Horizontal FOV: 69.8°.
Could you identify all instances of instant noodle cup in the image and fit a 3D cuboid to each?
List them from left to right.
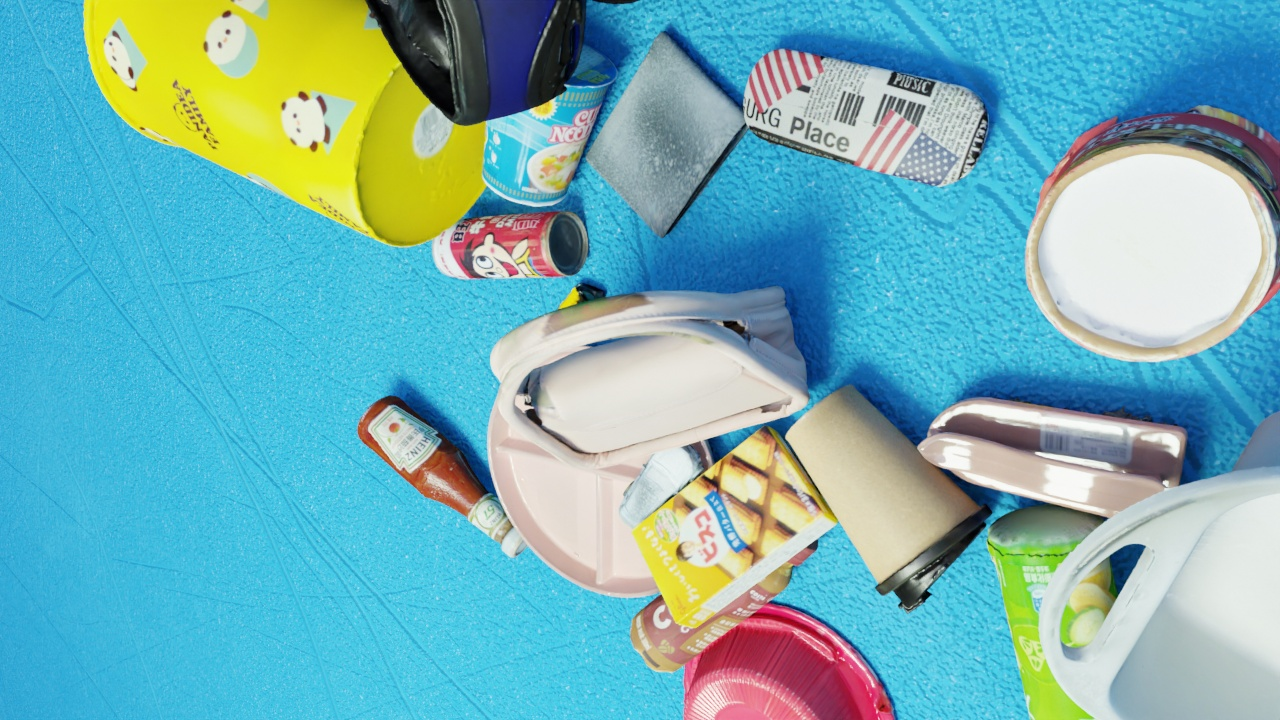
[{"bbox_3d":[-0.079,-0.183,0.707,0.099,0.099,0.110,35,130,20],"label":"instant noodle cup"},{"bbox_3d":[0.105,0.299,0.747,0.194,0.065,0.194,12,112,32],"label":"instant noodle cup"},{"bbox_3d":[0.273,-0.062,0.489,0.138,0.108,0.138,11,111,31],"label":"instant noodle cup"}]

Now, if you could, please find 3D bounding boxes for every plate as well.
[{"bbox_3d":[-0.034,0.095,0.793,0.230,0.028,0.230,10,111,28],"label":"plate"}]

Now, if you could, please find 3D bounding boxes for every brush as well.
[{"bbox_3d":[0.250,0.058,0.566,0.146,0.072,0.063,11,112,33],"label":"brush"}]

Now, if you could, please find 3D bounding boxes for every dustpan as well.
[{"bbox_3d":[0.354,0.144,0.462,0.258,0.142,0.223,28,131,29],"label":"dustpan"}]

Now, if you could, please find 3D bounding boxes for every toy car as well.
[{"bbox_3d":[0.014,0.100,0.730,0.043,0.034,0.091,42,120,16],"label":"toy car"}]

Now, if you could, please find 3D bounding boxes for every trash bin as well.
[{"bbox_3d":[-0.256,-0.227,0.737,0.255,0.229,0.230,31,120,17],"label":"trash bin"}]

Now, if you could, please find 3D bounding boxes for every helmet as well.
[{"bbox_3d":[-0.070,-0.317,0.556,0.315,0.240,0.248,62,165,11],"label":"helmet"}]

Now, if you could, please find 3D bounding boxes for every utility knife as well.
[{"bbox_3d":[-0.084,-0.009,0.807,0.033,0.015,0.172,52,126,13],"label":"utility knife"}]

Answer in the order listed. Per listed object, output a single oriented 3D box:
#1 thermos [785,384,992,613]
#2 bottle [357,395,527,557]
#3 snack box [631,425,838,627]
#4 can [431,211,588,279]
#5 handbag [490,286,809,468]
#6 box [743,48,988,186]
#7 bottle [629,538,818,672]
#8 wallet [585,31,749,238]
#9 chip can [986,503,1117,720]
[{"bbox_3d":[0.167,0.090,0.628,0.143,0.092,0.093,52,126,19],"label":"thermos"},{"bbox_3d":[-0.188,0.114,0.892,0.206,0.059,0.060,37,122,16],"label":"bottle"},{"bbox_3d":[0.067,0.125,0.687,0.141,0.033,0.087,-41,51,15],"label":"snack box"},{"bbox_3d":[-0.112,-0.096,0.775,0.133,0.053,0.053,2,106,34],"label":"can"},{"bbox_3d":[-0.004,0.004,0.606,0.194,0.234,0.093,-20,75,19],"label":"handbag"},{"bbox_3d":[0.142,-0.159,0.595,0.164,0.051,0.068,26,128,27],"label":"box"},{"bbox_3d":[0.066,0.183,0.732,0.175,0.057,0.057,-45,78,26],"label":"bottle"},{"bbox_3d":[0.017,-0.166,0.688,0.097,0.019,0.121,49,127,14],"label":"wallet"},{"bbox_3d":[0.280,0.202,0.591,0.073,0.072,0.221,-10,99,36],"label":"chip can"}]
